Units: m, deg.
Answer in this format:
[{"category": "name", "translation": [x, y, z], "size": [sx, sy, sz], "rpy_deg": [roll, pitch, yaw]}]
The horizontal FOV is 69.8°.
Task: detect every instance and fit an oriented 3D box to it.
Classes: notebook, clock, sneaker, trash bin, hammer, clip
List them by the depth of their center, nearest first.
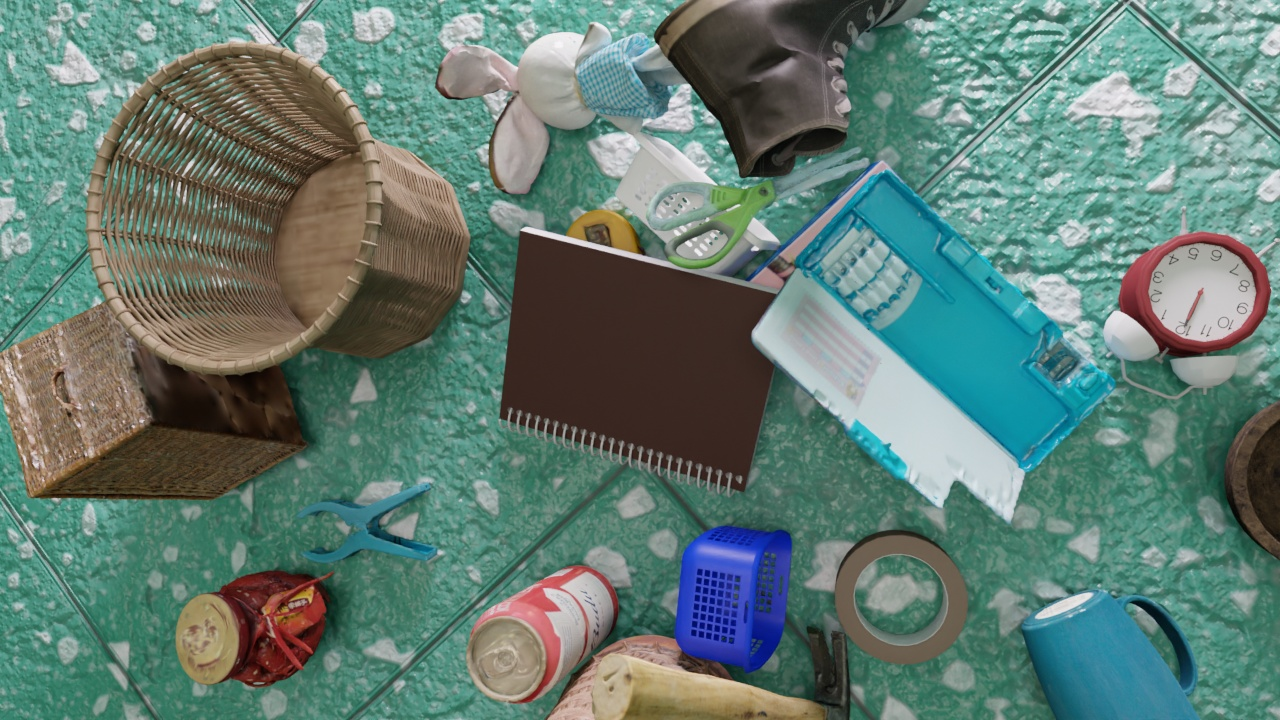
[{"category": "hammer", "translation": [0.068, 0.217, 0.568], "size": [0.033, 0.330, 0.132], "rpy_deg": [1, 69, 32]}, {"category": "trash bin", "translation": [-0.012, 0.271, 0.583], "size": [0.151, 0.210, 0.151], "rpy_deg": [-1, 85, 13]}, {"category": "clock", "translation": [0.381, -0.035, 0.640], "size": [0.087, 0.044, 0.124], "rpy_deg": [24, 92, 13]}, {"category": "sneaker", "translation": [0.134, -0.211, 0.645], "size": [0.234, 0.095, 0.120], "rpy_deg": [-25, 88, -31]}, {"category": "notebook", "translation": [-0.004, 0.004, 0.708], "size": [0.209, 0.022, 0.172], "rpy_deg": [15, 114, 13]}, {"category": "clip", "translation": [-0.237, 0.128, 0.786], "size": [0.127, 0.028, 0.113], "rpy_deg": [-17, 82, 12]}]

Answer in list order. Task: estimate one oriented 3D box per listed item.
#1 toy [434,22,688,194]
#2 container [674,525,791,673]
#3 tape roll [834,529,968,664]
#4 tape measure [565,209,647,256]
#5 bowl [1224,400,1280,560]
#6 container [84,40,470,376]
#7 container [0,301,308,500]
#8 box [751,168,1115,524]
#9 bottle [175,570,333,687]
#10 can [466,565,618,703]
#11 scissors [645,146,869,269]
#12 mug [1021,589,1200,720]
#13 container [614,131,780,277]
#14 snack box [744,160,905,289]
[{"category": "toy", "translation": [-0.042, -0.225, 0.711], "size": [0.206, 0.131, 0.105], "rpy_deg": [-10, 45, 27]}, {"category": "container", "translation": [0.068, 0.169, 0.670], "size": [0.058, 0.114, 0.096], "rpy_deg": [5, 89, 22]}, {"category": "tape roll", "translation": [0.192, 0.175, 0.682], "size": [0.094, 0.030, 0.093], "rpy_deg": [-1, 88, 13]}, {"category": "tape measure", "translation": [-0.030, -0.092, 0.744], "size": [0.068, 0.030, 0.059], "rpy_deg": [-14, 87, 11]}, {"category": "bowl", "translation": [0.452, 0.080, 0.612], "size": [0.121, 0.056, 0.121], "rpy_deg": [-1, 88, 13]}, {"category": "container", "translation": [-0.259, -0.099, 0.711], "size": [0.227, 0.196, 0.227], "rpy_deg": [-1, 88, 13]}, {"category": "container", "translation": [-0.379, 0.038, 0.732], "size": [0.113, 0.198, 0.113], "rpy_deg": [-26, 74, 11]}, {"category": "box", "translation": [0.198, 0.002, 0.642], "size": [0.227, 0.074, 0.180], "rpy_deg": [42, 74, -4]}, {"category": "bottle", "translation": [-0.307, 0.218, 0.755], "size": [0.099, 0.111, 0.099], "rpy_deg": [-3, 83, 24]}, {"category": "can", "translation": [-0.067, 0.195, 0.669], "size": [0.067, 0.170, 0.067], "rpy_deg": [-1, 87, 14]}, {"category": "scissors", "translation": [0.090, -0.114, 0.655], "size": [0.175, 0.033, 0.072], "rpy_deg": [-23, 71, -8]}, {"category": "mug", "translation": [0.328, 0.210, 0.632], "size": [0.112, 0.085, 0.104], "rpy_deg": [-22, 76, -17]}, {"category": "container", "translation": [0.040, -0.113, 0.707], "size": [0.129, 0.080, 0.050], "rpy_deg": [44, 108, 11]}, {"category": "snack box", "translation": [0.149, -0.066, 0.688], "size": [0.154, 0.033, 0.088], "rpy_deg": [-42, 97, 8]}]
